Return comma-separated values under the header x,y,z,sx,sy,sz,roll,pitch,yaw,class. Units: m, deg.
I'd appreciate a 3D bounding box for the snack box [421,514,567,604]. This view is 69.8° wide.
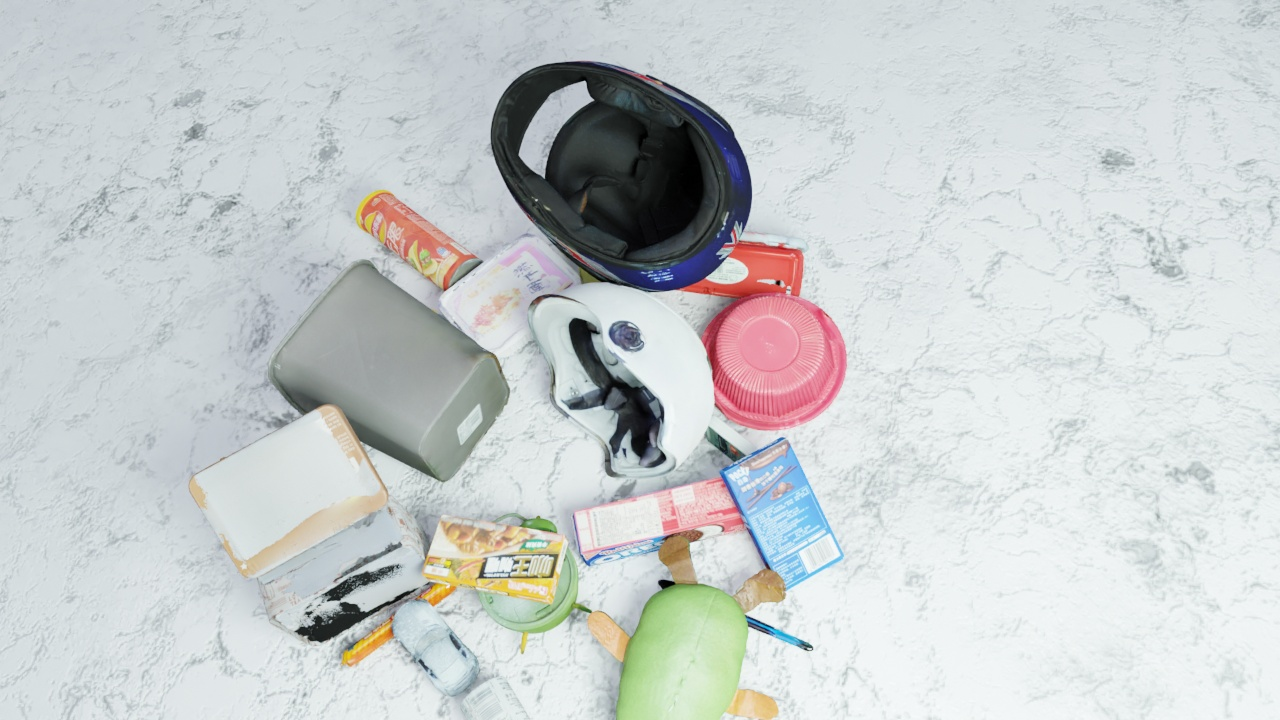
x,y,z,sx,sy,sz,roll,pitch,yaw,class
-0.165,0.225,1.044,0.154,0.026,0.075,7,62,13,snack box

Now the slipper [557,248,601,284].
x,y,z,sx,sy,sz,roll,pitch,yaw,class
-0.085,-0.175,1.298,0.082,0.092,0.190,-7,63,7,slipper

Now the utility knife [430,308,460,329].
x,y,z,sx,sy,sz,roll,pitch,yaw,class
-0.338,-0.070,1.312,0.195,0.020,0.030,11,67,22,utility knife

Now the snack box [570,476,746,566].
x,y,z,sx,sy,sz,roll,pitch,yaw,class
0.025,0.188,1.087,0.207,0.057,0.058,-13,61,0,snack box

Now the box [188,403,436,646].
x,y,z,sx,sy,sz,roll,pitch,yaw,class
-0.356,0.198,1.033,0.179,0.272,0.130,-28,32,-8,box

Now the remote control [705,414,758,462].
x,y,z,sx,sy,sz,roll,pitch,yaw,class
0.133,0.120,1.111,0.135,0.056,0.019,38,72,25,remote control

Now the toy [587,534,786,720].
x,y,z,sx,sy,sz,roll,pitch,yaw,class
0.048,0.320,0.988,0.227,0.090,0.246,23,69,8,toy

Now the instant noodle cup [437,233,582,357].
x,y,z,sx,sy,sz,roll,pitch,yaw,class
-0.175,-0.080,1.268,0.173,0.060,0.138,-39,61,-13,instant noodle cup

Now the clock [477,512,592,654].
x,y,z,sx,sy,sz,roll,pitch,yaw,class
-0.135,0.249,1.075,0.116,0.056,0.161,-29,60,-10,clock

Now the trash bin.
x,y,z,sx,sy,sz,roll,pitch,yaw,class
-0.303,0.025,1.162,0.220,0.199,0.198,29,69,14,trash bin

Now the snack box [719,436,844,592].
x,y,z,sx,sy,sz,roll,pitch,yaw,class
0.161,0.175,1.043,0.084,0.026,0.157,-27,95,-10,snack box

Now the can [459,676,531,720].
x,y,z,sx,sy,sz,roll,pitch,yaw,class
-0.133,0.412,0.977,0.058,0.058,0.146,-34,61,-12,can

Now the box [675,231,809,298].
x,y,z,sx,sy,sz,roll,pitch,yaw,class
0.128,-0.142,1.270,0.201,0.095,0.101,8,21,13,box

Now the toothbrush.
x,y,z,sx,sy,sz,roll,pitch,yaw,class
0.106,0.290,1.043,0.189,0.016,0.014,20,55,16,toothbrush

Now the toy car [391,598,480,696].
x,y,z,sx,sy,sz,roll,pitch,yaw,class
-0.235,0.326,1.048,0.054,0.037,0.120,-41,73,-15,toy car

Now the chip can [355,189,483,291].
x,y,z,sx,sy,sz,roll,pitch,yaw,class
-0.320,-0.170,1.338,0.216,0.073,0.073,35,70,24,chip can

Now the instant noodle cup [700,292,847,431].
x,y,z,sx,sy,sz,roll,pitch,yaw,class
0.164,-0.010,1.160,0.194,0.066,0.193,-3,70,9,instant noodle cup

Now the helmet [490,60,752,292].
x,y,z,sx,sy,sz,roll,pitch,yaw,class
-0.018,-0.224,1.128,0.315,0.240,0.247,32,98,0,helmet

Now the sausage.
x,y,z,sx,sy,sz,roll,pitch,yaw,class
-0.283,0.307,1.082,0.165,0.021,0.021,-36,61,-13,sausage

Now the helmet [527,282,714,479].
x,y,z,sx,sy,sz,roll,pitch,yaw,class
-0.007,0.006,1.104,0.145,0.230,0.258,-32,81,-28,helmet
